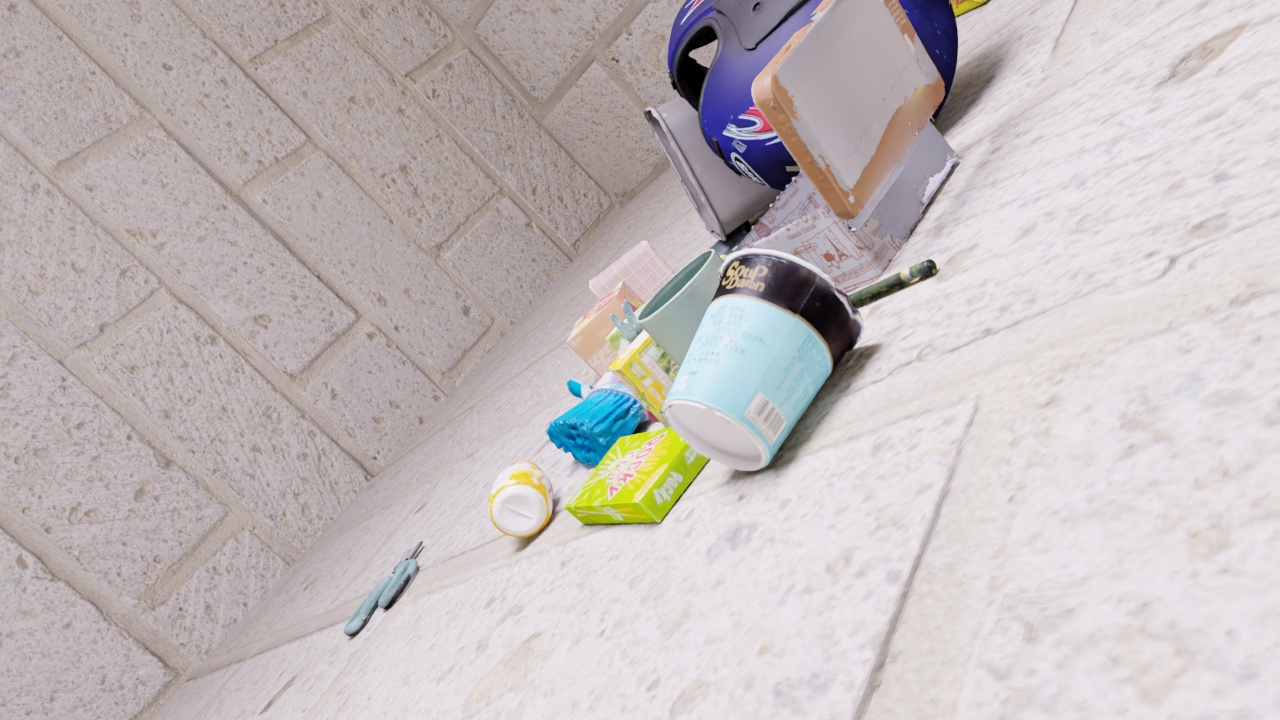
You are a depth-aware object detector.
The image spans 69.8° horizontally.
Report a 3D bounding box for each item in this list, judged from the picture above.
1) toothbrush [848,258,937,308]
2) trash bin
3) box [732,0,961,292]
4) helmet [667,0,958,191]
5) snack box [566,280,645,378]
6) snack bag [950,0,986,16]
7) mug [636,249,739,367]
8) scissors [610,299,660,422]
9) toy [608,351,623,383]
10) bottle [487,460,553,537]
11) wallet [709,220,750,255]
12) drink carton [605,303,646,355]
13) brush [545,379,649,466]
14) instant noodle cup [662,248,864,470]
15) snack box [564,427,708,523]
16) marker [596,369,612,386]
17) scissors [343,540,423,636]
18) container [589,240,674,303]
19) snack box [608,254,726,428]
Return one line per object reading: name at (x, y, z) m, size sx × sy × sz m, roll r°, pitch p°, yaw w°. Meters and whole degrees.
toothbrush at (0.157, -0.041, 0.713) m, size 0.186 × 0.012 × 0.017 m, roll -27°, pitch 26°, yaw 57°
trash bin at (0.147, -0.299, 1.225) m, size 0.220 × 0.198 × 0.199 m, roll -29°, pitch 14°, yaw 4°
box at (0.151, -0.173, 0.777) m, size 0.158 × 0.217 × 0.180 m, roll -6°, pitch 40°, yaw 54°
helmet at (0.171, -0.297, 0.968) m, size 0.316 × 0.247 × 0.240 m, roll -16°, pitch 58°, yaw 34°
snack box at (-0.035, -0.041, 1.230) m, size 0.093 × 0.077 × 0.094 m, roll -41°, pitch 11°, yaw 18°
snack bag at (0.483, -0.566, 1.328) m, size 0.158 × 0.068 × 0.246 m, roll -44°, pitch 11°, yaw 5°
mug at (0.071, -0.032, 0.737) m, size 0.111 × 0.106 × 0.082 m, roll -49°, pitch 11°, yaw -22°
scissors at (0.017, -0.007, 0.812) m, size 0.072 × 0.137 × 0.017 m, roll -34°, pitch 35°, yaw -12°
toy at (-0.006, 0.006, 1.053) m, size 0.083 × 0.039 × 0.108 m, roll -52°, pitch 10°, yaw -21°
bottle at (-0.119, 0.134, 0.925) m, size 0.063 × 0.063 × 0.108 m, roll -43°, pitch 11°, yaw 6°
wallet at (0.114, -0.157, 1.284) m, size 0.097 × 0.019 × 0.120 m, roll -42°, pitch 10°, yaw 16°
drink carton at (0.019, -0.047, 1.123) m, size 0.123 × 0.053 × 0.045 m, roll -37°, pitch 9°, yaw 33°
brush at (-0.060, 0.056, 1.007) m, size 0.109 × 0.060 × 0.315 m, roll -42°, pitch 13°, yaw -20°
instant noodle cup at (0.075, 0.005, 0.619) m, size 0.120 × 0.111 × 0.111 m, roll -57°, pitch 15°, yaw -23°
snack box at (-0.002, 0.094, 0.748) m, size 0.085 × 0.026 × 0.157 m, roll -50°, pitch 13°, yaw -23°
marker at (-0.065, 0.057, 1.132) m, size 0.023 × 0.018 × 0.130 m, roll 3°, pitch 41°, yaw 35°
scissors at (-0.320, 0.285, 1.214) m, size 0.162 × 0.019 × 0.178 m, roll -37°, pitch 12°, yaw 38°
container at (-0.008, -0.119, 1.400) m, size 0.111 × 0.090 × 0.090 m, roll -40°, pitch 11°, yaw 7°
snack box at (0.051, -0.012, 0.789) m, size 0.140 × 0.087 × 0.034 m, roll -48°, pitch 13°, yaw -16°
